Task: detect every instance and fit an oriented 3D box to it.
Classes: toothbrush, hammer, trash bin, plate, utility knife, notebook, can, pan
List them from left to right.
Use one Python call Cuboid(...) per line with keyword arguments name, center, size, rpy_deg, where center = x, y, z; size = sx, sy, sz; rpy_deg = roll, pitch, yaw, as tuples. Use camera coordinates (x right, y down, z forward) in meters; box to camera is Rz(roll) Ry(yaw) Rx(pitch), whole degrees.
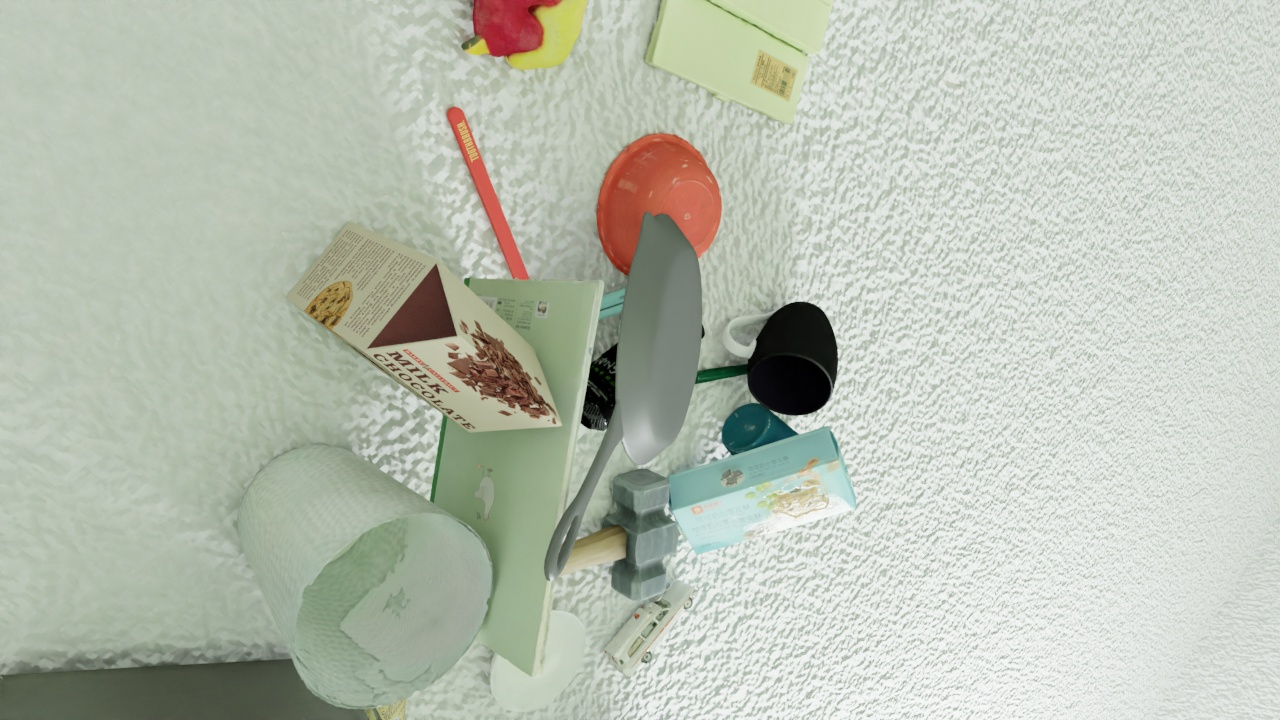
Cuboid(name="trash bin", center=(-0.308, 0.303, 0.592), size=(0.219, 0.197, 0.197), rpy_deg=(18, 96, -37))
Cuboid(name="trash bin", center=(-0.198, 0.134, 0.628), size=(0.133, 0.161, 0.133), rpy_deg=(-16, 116, -35))
Cuboid(name="can", center=(-0.214, 0.287, 0.758), size=(0.038, 0.038, 0.079), rpy_deg=(-4, 109, -39))
Cuboid(name="notebook", center=(-0.100, 0.066, 0.642), size=(0.010, 0.182, 0.252), rpy_deg=(9, 89, -39))
Cuboid(name="toothbrush", center=(-0.102, -0.093, 0.710), size=(0.012, 0.018, 0.213), rpy_deg=(-31, 121, -21))
Cuboid(name="hammer", center=(-0.101, 0.184, 0.798), size=(0.322, 0.051, 0.117), rpy_deg=(-10, 108, -39))
Cuboid(name="plate", center=(-0.100, 0.275, 0.857), size=(0.104, 0.026, 0.104), rpy_deg=(-16, 117, -35))
Cuboid(name="utility knife", center=(-0.070, -0.032, 0.775), size=(0.176, 0.016, 0.022), rpy_deg=(-21, 118, -29))
Cuboid(name="can", center=(-0.005, 0.005, 0.814), size=(0.137, 0.054, 0.054), rpy_deg=(-40, 128, -22))
Cuboid(name="pan", center=(0.004, 0.021, 0.659), size=(0.353, 0.024, 0.217), rpy_deg=(-64, 155, -50))
Cuboid(name="toothbrush", center=(0.124, 0.010, 0.951), size=(0.189, 0.016, 0.017), rpy_deg=(-7, 115, -38))

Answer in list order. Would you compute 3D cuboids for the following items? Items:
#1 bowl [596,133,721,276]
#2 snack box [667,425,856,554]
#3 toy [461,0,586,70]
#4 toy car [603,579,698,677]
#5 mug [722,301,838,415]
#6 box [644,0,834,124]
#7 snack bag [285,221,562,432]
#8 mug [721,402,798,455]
Cuboid(name="bowl", center=(0.027, -0.129, 0.795), size=(0.130, 0.045, 0.131), rpy_deg=(-15, 116, -35))
Cuboid(name="snack box", center=(0.119, 0.130, 0.907), size=(0.175, 0.053, 0.075), rpy_deg=(-19, 126, 10))
Cuboid(name="toy", center=(-0.092, -0.258, 0.642), size=(0.105, 0.067, 0.137), rpy_deg=(-57, 145, -4))
Cuboid(name="toy car", center=(0.009, 0.269, 0.943), size=(0.039, 0.039, 0.113), rpy_deg=(47, 73, -19))
Cuboid(name="mug", center=(0.140, -0.016, 0.913), size=(0.100, 0.119, 0.085), rpy_deg=(-69, -175, -45))
Cuboid(name="box", center=(0.092, -0.295, 0.803), size=(0.186, 0.024, 0.137), rpy_deg=(10, 102, -42))
Cuboid(name="snack bag", center=(-0.136, -0.016, 0.591), size=(0.069, 0.206, 0.094), rpy_deg=(-54, 132, -11))
Cuboid(name="mug", center=(0.141, 0.099, 0.963), size=(0.121, 0.078, 0.078), rpy_deg=(43, 77, -36))
